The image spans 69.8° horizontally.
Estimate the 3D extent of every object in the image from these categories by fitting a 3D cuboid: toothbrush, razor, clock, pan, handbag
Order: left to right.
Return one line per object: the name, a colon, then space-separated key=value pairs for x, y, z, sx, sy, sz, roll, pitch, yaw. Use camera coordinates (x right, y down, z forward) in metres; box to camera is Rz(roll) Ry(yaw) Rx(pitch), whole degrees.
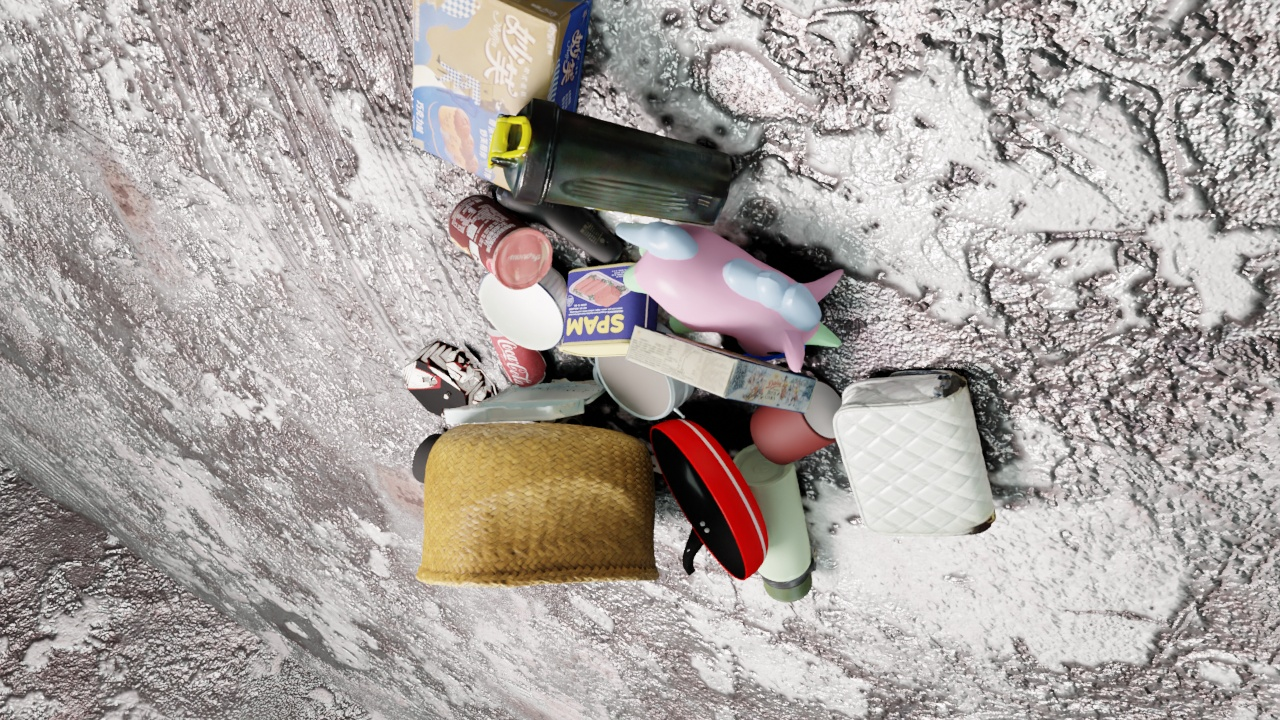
clock: x=-0.269 y=0.037 z=1.306 sx=0.155 sy=0.064 sz=0.115 roll=3 pitch=130 yaw=34
razor: x=-0.087 y=-0.157 z=1.014 sx=0.151 sy=0.054 sz=0.067 roll=35 pitch=167 yaw=-11
clock: x=-0.007 y=0.006 z=1.096 sx=0.159 sy=0.045 sz=0.123 roll=22 pitch=134 yaw=31
pan: x=0.082 y=0.200 z=1.160 sx=0.209 sy=0.067 sz=0.357 roll=54 pitch=166 yaw=27
toothbrush: x=0.109 y=0.000 z=1.044 sx=0.183 sy=0.018 sz=0.016 roll=-13 pitch=96 yaw=42
handbag: x=0.292 y=0.099 z=0.974 sx=0.139 sy=0.072 sz=0.195 roll=-5 pitch=125 yaw=27

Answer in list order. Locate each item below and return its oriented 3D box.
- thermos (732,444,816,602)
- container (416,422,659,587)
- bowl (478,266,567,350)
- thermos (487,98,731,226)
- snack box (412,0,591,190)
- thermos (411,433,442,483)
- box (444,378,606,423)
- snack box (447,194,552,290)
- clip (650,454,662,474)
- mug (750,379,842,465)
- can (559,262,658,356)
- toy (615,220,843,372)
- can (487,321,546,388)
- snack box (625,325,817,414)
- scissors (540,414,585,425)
thermos: x=0.175 y=0.212 z=1.160 sx=0.082 sy=0.082 sz=0.232 roll=7 pitch=132 yaw=30
container: x=-0.131 y=0.183 z=1.172 sx=0.307 sy=0.196 sz=0.307 roll=1 pitch=169 yaw=0
bowl: x=-0.128 y=-0.077 z=1.101 sx=0.118 sy=0.062 sz=0.118 roll=19 pitch=136 yaw=19
thermos: x=-0.029 y=-0.181 z=0.856 sx=0.220 sy=0.098 sz=0.098 roll=10 pitch=141 yaw=-12
snack box: x=-0.143 y=-0.281 z=0.910 sx=0.155 sy=0.069 sz=0.203 roll=27 pitch=139 yaw=9
thermos: x=-0.228 y=0.180 z=1.402 sx=0.241 sy=0.082 sz=0.082 roll=14 pitch=135 yaw=24
box: x=-0.143 y=0.056 z=1.185 sx=0.197 sy=0.134 sz=0.041 roll=-3 pitch=99 yaw=38
snack box: x=-0.159 y=-0.134 z=1.025 sx=0.121 sy=0.072 sz=0.072 roll=38 pitch=150 yaw=44
clip: x=0.035 y=0.135 z=1.209 sx=0.059 sy=0.050 sz=0.102 roll=-17 pitch=118 yaw=29
mug: x=0.169 y=0.055 z=1.024 sx=0.083 sy=0.073 sz=0.105 roll=-37 pitch=75 yaw=49
can: x=-0.033 y=-0.055 z=1.025 sx=0.116 sy=0.092 sz=0.056 roll=-2 pitch=170 yaw=36
toy: x=0.084 y=-0.074 z=0.914 sx=0.222 sy=0.120 sz=0.171 roll=38 pitch=157 yaw=-28
can: x=-0.159 y=-0.014 z=1.190 sx=0.054 sy=0.053 sz=0.097 roll=6 pitch=132 yaw=30
snack box: x=0.084 y=0.010 z=0.955 sx=0.144 sy=0.144 sz=0.042 roll=20 pitch=95 yaw=43
scissors: x=-0.130 y=0.108 z=1.316 sx=0.121 sy=0.012 sz=0.171 roll=28 pitch=137 yaw=12
